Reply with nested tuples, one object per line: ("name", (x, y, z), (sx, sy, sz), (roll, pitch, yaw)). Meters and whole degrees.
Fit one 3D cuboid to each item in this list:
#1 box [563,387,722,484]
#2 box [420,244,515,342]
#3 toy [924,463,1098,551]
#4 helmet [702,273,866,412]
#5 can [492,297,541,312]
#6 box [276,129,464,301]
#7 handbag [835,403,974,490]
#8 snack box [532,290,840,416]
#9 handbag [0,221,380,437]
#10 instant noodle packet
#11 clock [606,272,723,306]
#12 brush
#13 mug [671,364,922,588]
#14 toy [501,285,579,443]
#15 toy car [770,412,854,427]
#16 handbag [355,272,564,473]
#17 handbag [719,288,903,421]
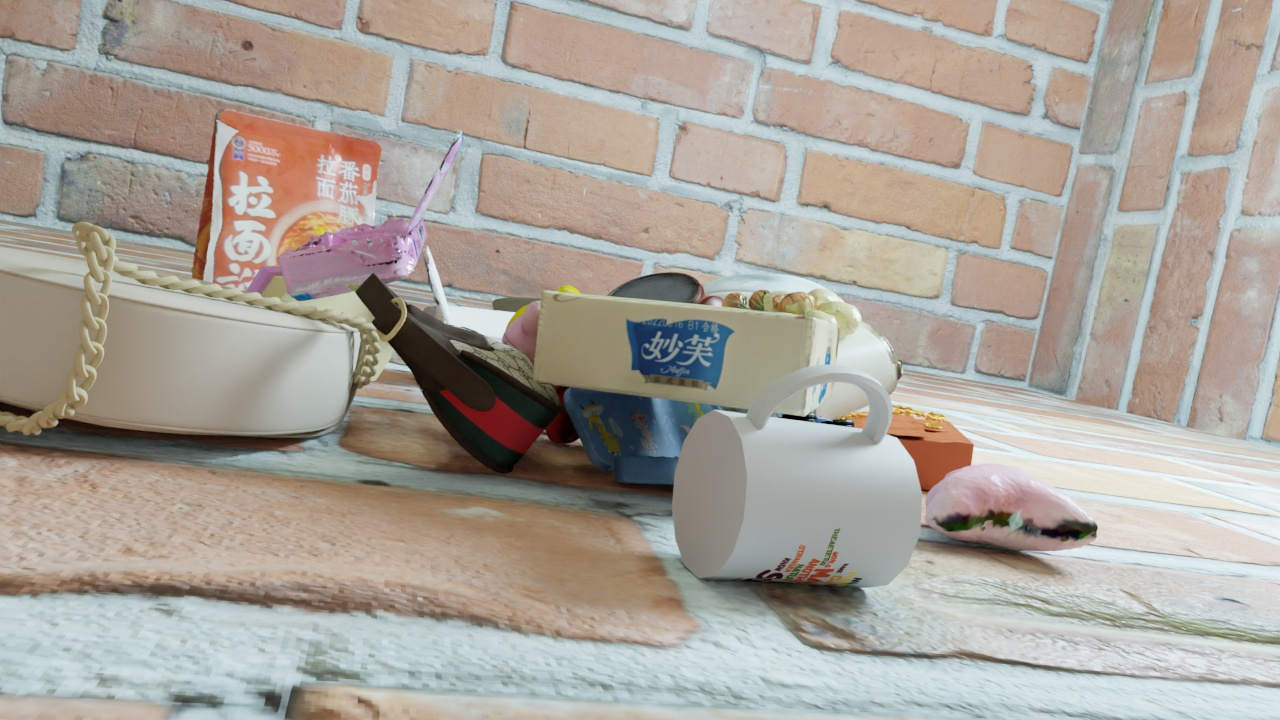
("box", (0.035, 0.056, 0.649), (0.120, 0.049, 0.209), (28, 13, 28))
("box", (-0.154, -0.035, 0.830), (0.136, 0.144, 0.083), (4, 50, -32))
("toy", (0.225, 0.091, 0.585), (0.102, 0.050, 0.093), (7, 8, -1))
("helmet", (0.133, -0.019, 1.044), (0.264, 0.163, 0.236), (12, 4, 34))
("can", (-0.101, -0.025, 1.013), (0.128, 0.073, 0.128), (3, -4, 0))
("box", (-0.178, -0.104, 0.684), (0.066, 0.159, 0.230), (54, -1, -17))
("handbag", (0.229, 0.070, 0.825), (0.109, 0.060, 0.171), (7, 4, 12))
("snack box", (0.042, -0.007, 0.582), (0.153, 0.055, 0.207), (6, 3, 16))
("handbag", (-0.279, -0.018, 0.523), (0.211, 0.103, 0.208), (14, 2, 21))
("instant noodle packet", (-0.352, -0.125, 0.919), (0.164, 0.221, 0.084), (6, 5, -35))
("clock", (0.024, -0.029, 0.902), (0.120, 0.072, 0.157), (-22, 30, -13))
("brush", (-0.286, -0.032, 0.697), (0.043, 0.089, 0.228), (19, 6, 35))
("mug", (0.075, 0.052, 0.422), (0.089, 0.105, 0.073), (8, 18, -21))
("toy", (-0.063, -0.003, 0.701), (0.096, 0.124, 0.131), (-24, 34, -21))
("toy car", (0.102, 0.064, 0.593), (0.055, 0.056, 0.153), (-8, -10, 27))
("handbag", (-0.115, 0.002, 0.554), (0.138, 0.063, 0.166), (39, 0, -12))
("handbag", (0.117, -0.002, 0.783), (0.112, 0.123, 0.172), (-18, 9, -31))
